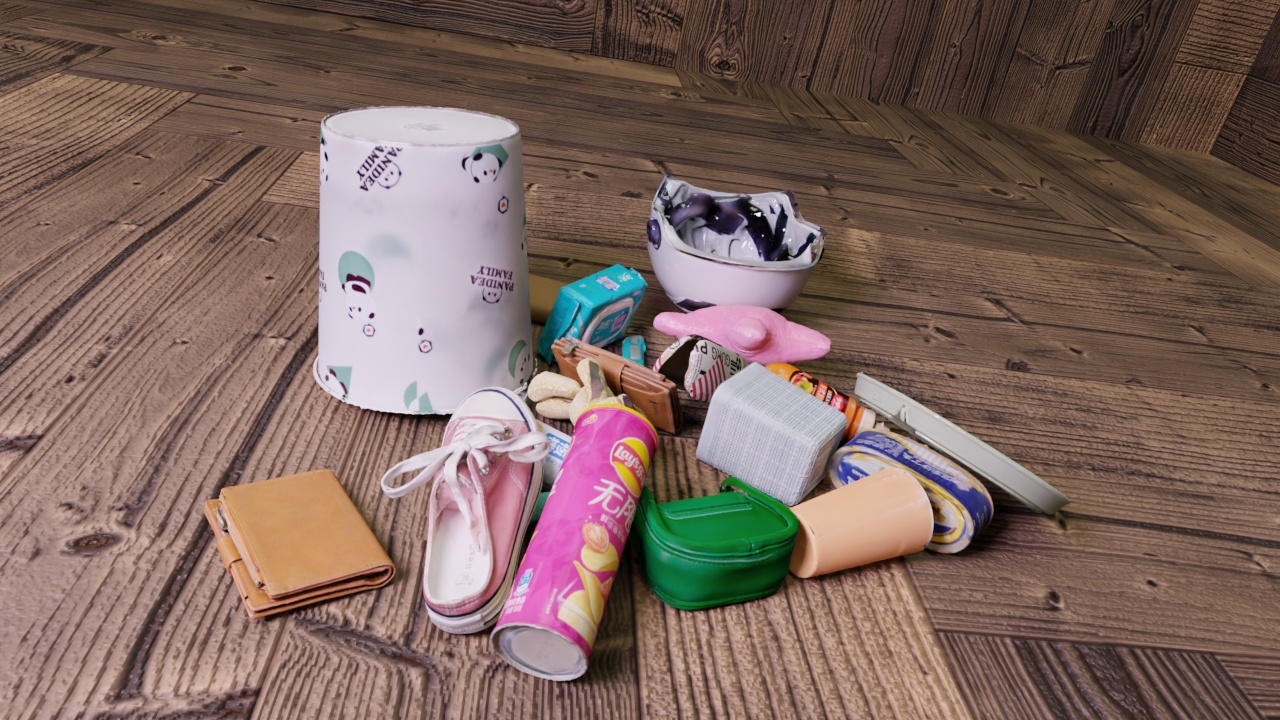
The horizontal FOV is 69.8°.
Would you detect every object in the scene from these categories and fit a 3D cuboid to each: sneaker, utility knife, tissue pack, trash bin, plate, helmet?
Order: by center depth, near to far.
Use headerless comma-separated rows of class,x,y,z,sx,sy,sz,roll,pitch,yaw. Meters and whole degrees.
sneaker,-0.129,0.092,0.720,0.118,0.088,0.240,-3,39,4
plate,0.306,0.082,0.896,0.230,0.027,0.230,31,5,-3
trash bin,-0.214,-0.109,0.910,0.229,0.252,0.229,3,24,-2
utility knife,-0.006,0.006,1.046,0.029,0.013,0.157,6,28,-5
tissue pack,-0.056,-0.052,1.050,0.050,0.093,0.133,40,37,17
helmet,0.112,-0.127,1.195,0.229,0.146,0.258,3,35,-12

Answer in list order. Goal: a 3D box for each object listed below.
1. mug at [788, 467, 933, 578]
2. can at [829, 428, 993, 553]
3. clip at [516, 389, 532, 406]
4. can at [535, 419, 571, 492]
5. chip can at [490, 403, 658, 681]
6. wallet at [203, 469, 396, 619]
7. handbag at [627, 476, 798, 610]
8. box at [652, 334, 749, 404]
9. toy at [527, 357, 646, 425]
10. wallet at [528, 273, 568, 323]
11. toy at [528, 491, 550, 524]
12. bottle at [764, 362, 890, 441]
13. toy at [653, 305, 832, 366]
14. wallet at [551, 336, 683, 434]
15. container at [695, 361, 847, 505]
mug,0.181,0.145,0.797,0.122,0.078,0.078,-12,35,-26
can,0.251,0.120,0.860,0.148,0.075,0.049,30,36,30
clip,-0.123,0.043,0.927,0.038,0.026,0.058,7,27,10
can,-0.082,0.089,0.823,0.135,0.053,0.053,24,31,24
chip can,-0.044,0.128,0.689,0.071,0.072,0.210,14,44,6
wallet,-0.262,0.135,0.700,0.107,0.031,0.132,-9,33,-37
handbag,0.056,0.141,0.759,0.131,0.068,0.120,-5,31,-27
box,0.063,0.008,0.959,0.082,0.075,0.163,15,-1,30
toy,-0.053,0.048,0.873,0.066,0.105,0.157,-26,26,-31
wallet,-0.126,-0.077,1.141,0.115,0.033,0.090,13,31,3
toy,-0.127,0.120,0.780,0.092,0.030,0.096,26,39,36
bottle,0.195,0.054,0.984,0.149,0.067,0.066,22,29,6
toy,0.131,-0.025,1.069,0.195,0.074,0.178,9,-1,40
wallet,-0.022,0.021,0.919,0.131,0.119,0.035,21,70,18
container,0.129,0.072,0.893,0.111,0.090,0.089,28,33,25
